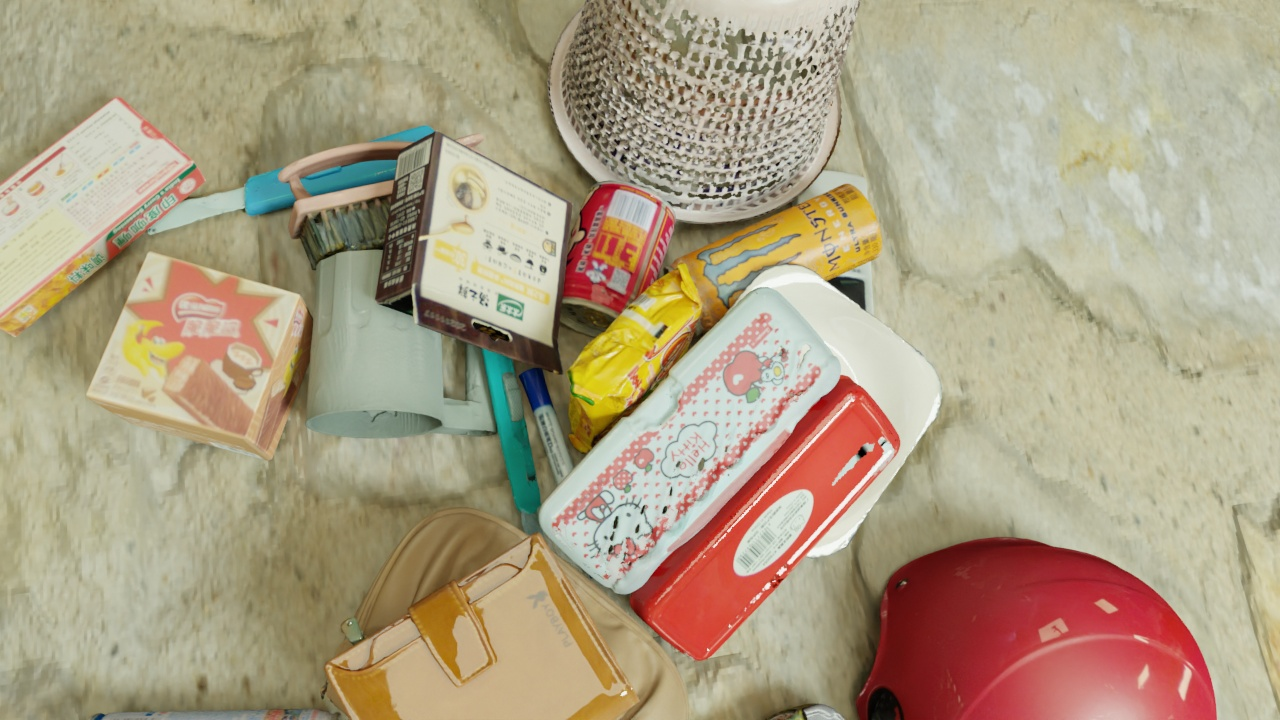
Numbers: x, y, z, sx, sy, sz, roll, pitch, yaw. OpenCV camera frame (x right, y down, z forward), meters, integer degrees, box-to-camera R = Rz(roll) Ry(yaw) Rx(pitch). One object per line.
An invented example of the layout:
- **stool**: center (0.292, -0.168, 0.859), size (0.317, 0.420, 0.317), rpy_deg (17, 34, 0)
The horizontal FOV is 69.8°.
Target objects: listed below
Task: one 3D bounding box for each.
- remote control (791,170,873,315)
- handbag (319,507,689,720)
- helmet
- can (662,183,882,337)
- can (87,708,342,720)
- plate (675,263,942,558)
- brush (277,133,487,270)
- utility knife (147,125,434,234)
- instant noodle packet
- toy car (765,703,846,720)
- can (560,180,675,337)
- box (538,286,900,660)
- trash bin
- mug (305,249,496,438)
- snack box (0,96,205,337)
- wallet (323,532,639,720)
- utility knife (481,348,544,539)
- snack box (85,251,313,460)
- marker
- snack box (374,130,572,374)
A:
- **remote control**: center (0.144, -0.072, 0.687), size (0.058, 0.021, 0.150), rpy_deg (3, 74, -9)
- **handbag**: center (-0.076, 0.186, 0.538), size (0.204, 0.100, 0.147), rpy_deg (37, 68, 6)
- **helmet**: center (0.255, 0.227, 0.567), size (0.207, 0.144, 0.239), rpy_deg (15, 74, -8)
- **can**: center (0.093, -0.070, 0.644), size (0.146, 0.058, 0.058), rpy_deg (-25, 81, -3)
- **can**: center (-0.242, 0.227, 0.522), size (0.134, 0.053, 0.053), rpy_deg (3, 75, -9)
- **plate**: center (0.107, 0.033, 0.629), size (0.163, 0.034, 0.164), rpy_deg (37, 87, -9)
- **brush**: center (-0.161, -0.112, 0.614), size (0.145, 0.063, 0.073), rpy_deg (-20, 89, -26)
- **utility knife**: center (-0.235, -0.123, 0.636), size (0.208, 0.018, 0.034), rpy_deg (-19, 80, -13)
- **instant noodle packet**: center (-0.003, 0.003, 0.584), size (0.044, 0.129, 0.110), rpy_deg (38, 72, 11)
- **toy car**: center (0.067, 0.271, 0.571), size (0.158, 0.042, 0.070), rpy_deg (-21, 80, -13)
- **can**: center (-0.019, -0.067, 0.633), size (0.066, 0.067, 0.093), rpy_deg (19, 73, -5)
- **box**: center (0.055, 0.073, 0.564), size (0.201, 0.050, 0.160), rpy_deg (-46, 114, -4)
- **trash bin**: center (0.054, -0.235, 0.616), size (0.227, 0.192, 0.227), rpy_deg (2, 70, -7)
- **mug**: center (-0.151, -0.006, 0.595), size (0.123, 0.084, 0.103), rpy_deg (8, 71, -36)
- **snack box**: center (-0.371, -0.096, 0.594), size (0.077, 0.027, 0.155), rpy_deg (40, 72, 10)
- **wallet**: center (-0.086, 0.164, 0.482), size (0.130, 0.035, 0.119), rpy_deg (-31, 85, -12)
- **utility knife**: center (-0.084, 0.041, 0.611), size (0.029, 0.013, 0.178), rpy_deg (-7, 83, -54)
- **snack box**: center (-0.264, 0.000, 0.566), size (0.093, 0.077, 0.094), rpy_deg (16, 73, -5)
- **marker**: center (-0.051, 0.074, 0.616), size (0.017, 0.017, 0.145), rpy_deg (-17, 79, -14)
- **snack box**: center (-0.099, -0.060, 0.570), size (0.113, 0.053, 0.125), rpy_deg (22, 66, -43)
